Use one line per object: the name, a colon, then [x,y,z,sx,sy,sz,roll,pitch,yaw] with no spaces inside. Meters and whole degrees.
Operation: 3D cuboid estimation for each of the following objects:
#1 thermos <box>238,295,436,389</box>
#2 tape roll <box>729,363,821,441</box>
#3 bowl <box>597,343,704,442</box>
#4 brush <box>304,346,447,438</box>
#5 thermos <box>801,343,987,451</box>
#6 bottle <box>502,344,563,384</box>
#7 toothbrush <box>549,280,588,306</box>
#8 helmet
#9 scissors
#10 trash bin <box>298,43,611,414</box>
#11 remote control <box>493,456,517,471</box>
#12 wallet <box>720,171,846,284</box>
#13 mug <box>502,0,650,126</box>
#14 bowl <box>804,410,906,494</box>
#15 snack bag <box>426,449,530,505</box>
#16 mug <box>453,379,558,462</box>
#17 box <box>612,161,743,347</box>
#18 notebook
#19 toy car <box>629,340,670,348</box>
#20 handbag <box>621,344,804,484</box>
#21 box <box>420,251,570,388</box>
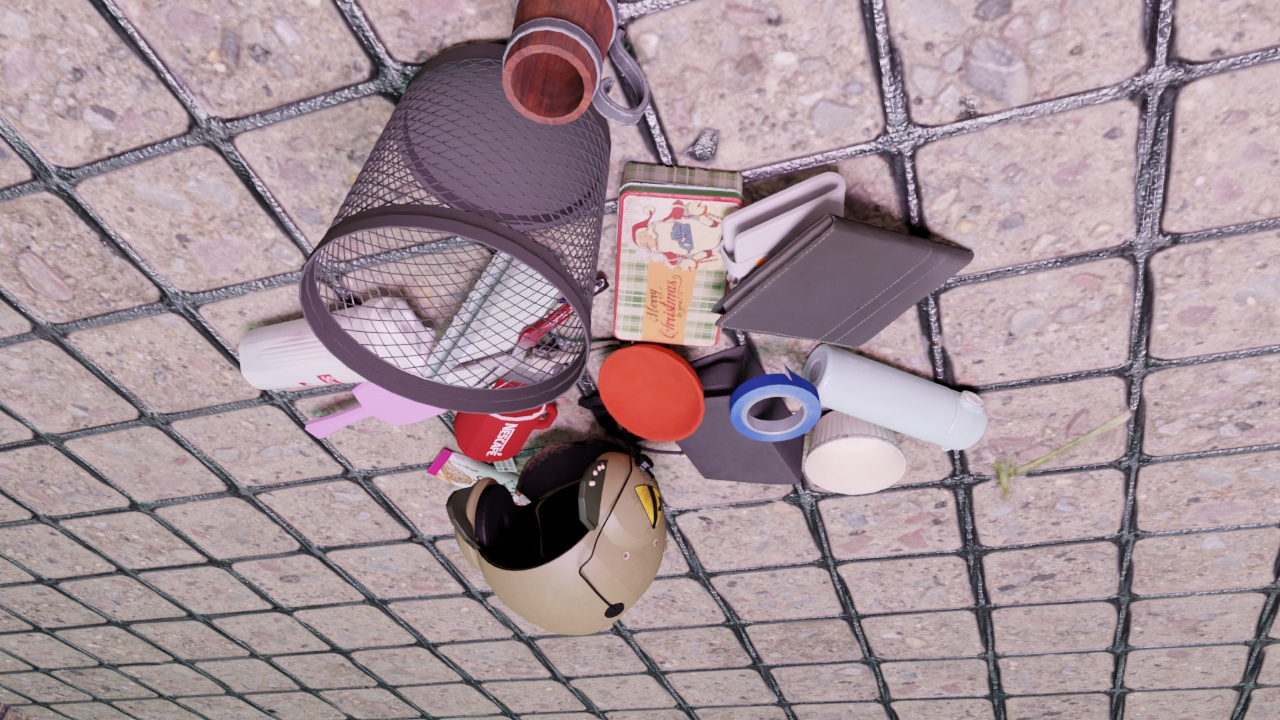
thermos: [-0.335,-0.014,1.018,0.221,0.099,0.099,-7,138,23]
tape roll: [0.141,0.050,0.966,0.093,0.016,0.091,-32,127,28]
bowl: [0.016,0.029,0.987,0.122,0.035,0.122,14,127,18]
brush: [-0.317,0.045,1.114,0.229,0.043,0.089,-19,133,28]
thermos: [0.281,0.043,1.010,0.206,0.065,0.078,19,130,-13]
bottle: [-0.143,0.001,1.035,0.112,0.046,0.047,10,140,-5]
toothbrush: [-0.123,-0.054,0.993,0.187,0.015,0.016,-18,139,26]
helmet: [-0.078,0.182,1.063,0.251,0.255,0.233,-14,133,24]
scissors: [-0.095,-0.017,0.970,0.179,0.015,0.199,18,121,-49]
trash bin: [-0.132,-0.111,0.753,0.218,0.226,0.218,6,143,4]
remote control: [-0.187,0.106,1.192,0.028,0.011,0.124,-1,139,9]
wallet: [0.132,-0.107,0.845,0.118,0.037,0.115,-25,149,-5]
mug: [-0.046,-0.232,0.697,0.117,0.110,0.082,22,138,-17]
bowl: [0.252,0.101,1.085,0.115,0.062,0.115,4,140,3]
snack bag: [-0.194,0.174,1.271,0.196,0.016,0.070,25,135,-20]
mug: [-0.153,0.062,1.088,0.116,0.080,0.097,0,146,-29]
box: [0.033,-0.097,0.896,0.117,0.050,0.206,8,141,0]
notebook: [0.189,-0.068,0.865,0.208,0.029,0.170,9,145,-37]
toy car: [-0.006,0.006,1.029,0.040,0.037,0.093,26,136,-21]
handbag: [0.068,0.081,1.091,0.196,0.072,0.176,-12,135,29]
box: [-0.149,-0.035,0.949,0.083,0.067,0.199,24,118,-25]
